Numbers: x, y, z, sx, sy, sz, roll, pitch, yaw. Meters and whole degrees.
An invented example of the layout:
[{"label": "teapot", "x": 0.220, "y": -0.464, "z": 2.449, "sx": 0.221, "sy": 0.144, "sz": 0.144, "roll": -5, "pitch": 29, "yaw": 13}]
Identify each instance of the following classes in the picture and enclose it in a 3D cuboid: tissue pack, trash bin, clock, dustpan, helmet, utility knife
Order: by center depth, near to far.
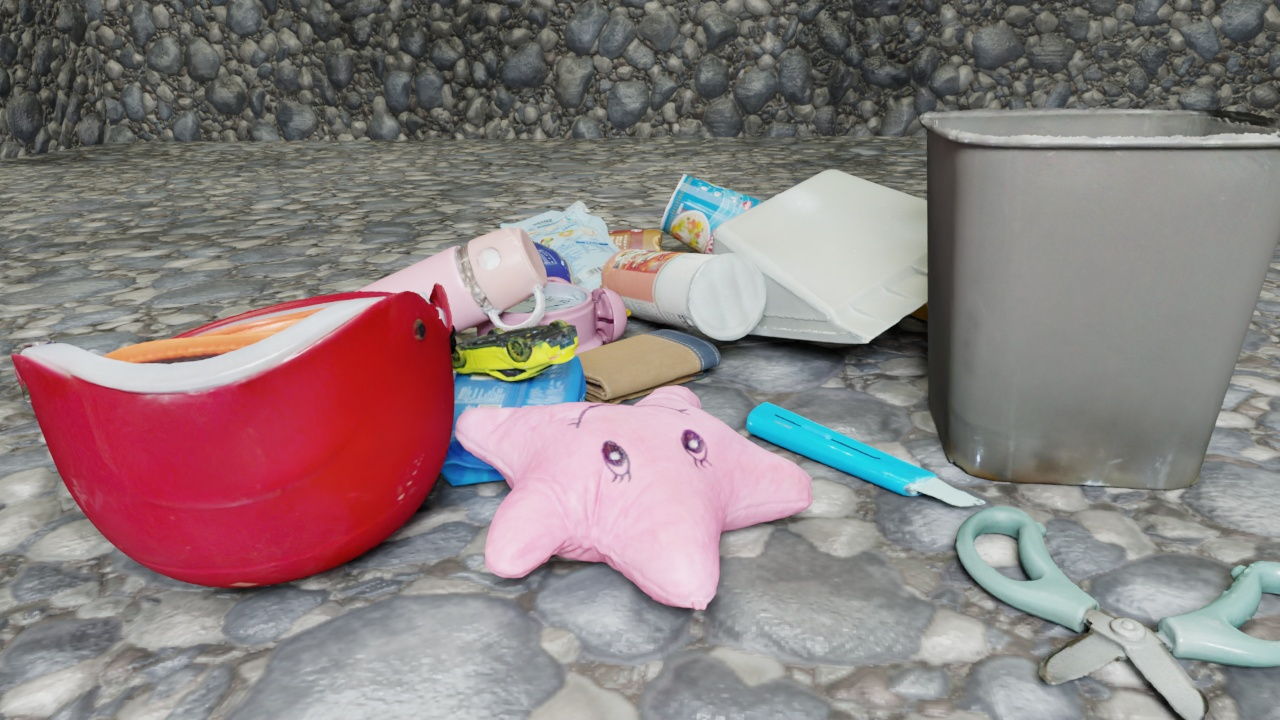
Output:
[{"label": "helmet", "x": -0.197, "y": 0.038, "z": 0.503, "sx": 0.207, "sy": 0.144, "sz": 0.240, "roll": -11, "pitch": 9, "yaw": -8}, {"label": "utility knife", "x": 0.138, "y": 0.062, "z": 0.594, "sx": 0.034, "sy": 0.018, "sz": 0.179, "roll": -16, "pitch": 25, "yaw": -37}, {"label": "trash bin", "x": 0.282, "y": -0.049, "z": 0.597, "sx": 0.199, "sy": 0.220, "sz": 0.198, "roll": 1, "pitch": 19, "yaw": 9}, {"label": "tissue pack", "x": -0.085, "y": 0.041, "z": 0.617, "sx": 0.095, "sy": 0.052, "sz": 0.157, "roll": -3, "pitch": 19, "yaw": 0}, {"label": "clock", "x": -0.079, "y": -0.035, "z": 0.819, "sx": 0.117, "sy": 0.060, "sz": 0.158, "roll": 15, "pitch": 25, "yaw": 38}, {"label": "dustpan", "x": 0.175, "y": -0.072, "z": 0.863, "sx": 0.222, "sy": 0.143, "sz": 0.258, "roll": -30, "pitch": 48, "yaw": -27}]

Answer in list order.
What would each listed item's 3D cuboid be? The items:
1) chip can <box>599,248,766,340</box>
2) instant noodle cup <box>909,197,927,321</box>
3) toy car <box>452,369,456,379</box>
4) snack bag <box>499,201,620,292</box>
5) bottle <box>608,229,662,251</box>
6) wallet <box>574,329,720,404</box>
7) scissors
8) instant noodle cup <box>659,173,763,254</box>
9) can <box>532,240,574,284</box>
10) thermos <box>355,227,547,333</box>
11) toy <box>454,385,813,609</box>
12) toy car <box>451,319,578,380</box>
[{"label": "chip can", "x": 0.030, "y": -0.064, "z": 0.834, "sx": 0.071, "sy": 0.071, "sz": 0.215, "roll": -9, "pitch": 11, "yaw": -21}, {"label": "instant noodle cup", "x": 0.324, "y": -0.103, "z": 0.908, "sx": 0.118, "sy": 0.114, "sz": 0.118, "roll": -1, "pitch": 19, "yaw": 0}, {"label": "toy car", "x": -0.166, "y": 0.013, "z": 0.720, "sx": 0.090, "sy": 0.043, "sz": 0.034, "roll": -5, "pitch": 54, "yaw": -9}, {"label": "snack bag", "x": -0.070, "y": -0.117, "z": 1.003, "sx": 0.110, "sy": 0.039, "sz": 0.191, "roll": -27, "pitch": 45, "yaw": -15}, {"label": "bottle", "x": -0.062, "y": -0.125, "z": 1.079, "sx": 0.175, "sy": 0.057, "sz": 0.057, "roll": 0, "pitch": 19, "yaw": 4}, {"label": "wallet", "x": -0.004, "y": 0.004, "z": 0.748, "sx": 0.115, "sy": 0.033, "sz": 0.090, "roll": -16, "pitch": 21, "yaw": -34}, {"label": "scissors", "x": 0.231, "y": 0.110, "z": 0.450, "sx": 0.170, "sy": 0.019, "sz": 0.179, "roll": -12, "pitch": 23, "yaw": -24}, {"label": "instant noodle cup", "x": 0.085, "y": -0.160, "z": 1.054, "sx": 0.110, "sy": 0.099, "sz": 0.099, "roll": 25, "pitch": 23, "yaw": 4}, {"label": "can", "x": -0.123, "y": -0.085, "z": 0.946, "sx": 0.049, "sy": 0.075, "sz": 0.148, "roll": -9, "pitch": 21, "yaw": -32}, {"label": "thermos", "x": -0.171, "y": -0.036, "z": 0.740, "sx": 0.199, "sy": 0.087, "sz": 0.067, "roll": -21, "pitch": -13, "yaw": 7}, {"label": "toy", "x": 0.006, "y": 0.070, "z": 0.494, "sx": 0.194, "sy": 0.075, "sz": 0.178, "roll": -4, "pitch": 33, "yaw": -22}, {"label": "toy car", "x": -0.088, "y": -0.005, "z": 0.617, "sx": 0.105, "sy": 0.032, "sz": 0.048, "roll": -3, "pitch": 16, "yaw": 37}]
